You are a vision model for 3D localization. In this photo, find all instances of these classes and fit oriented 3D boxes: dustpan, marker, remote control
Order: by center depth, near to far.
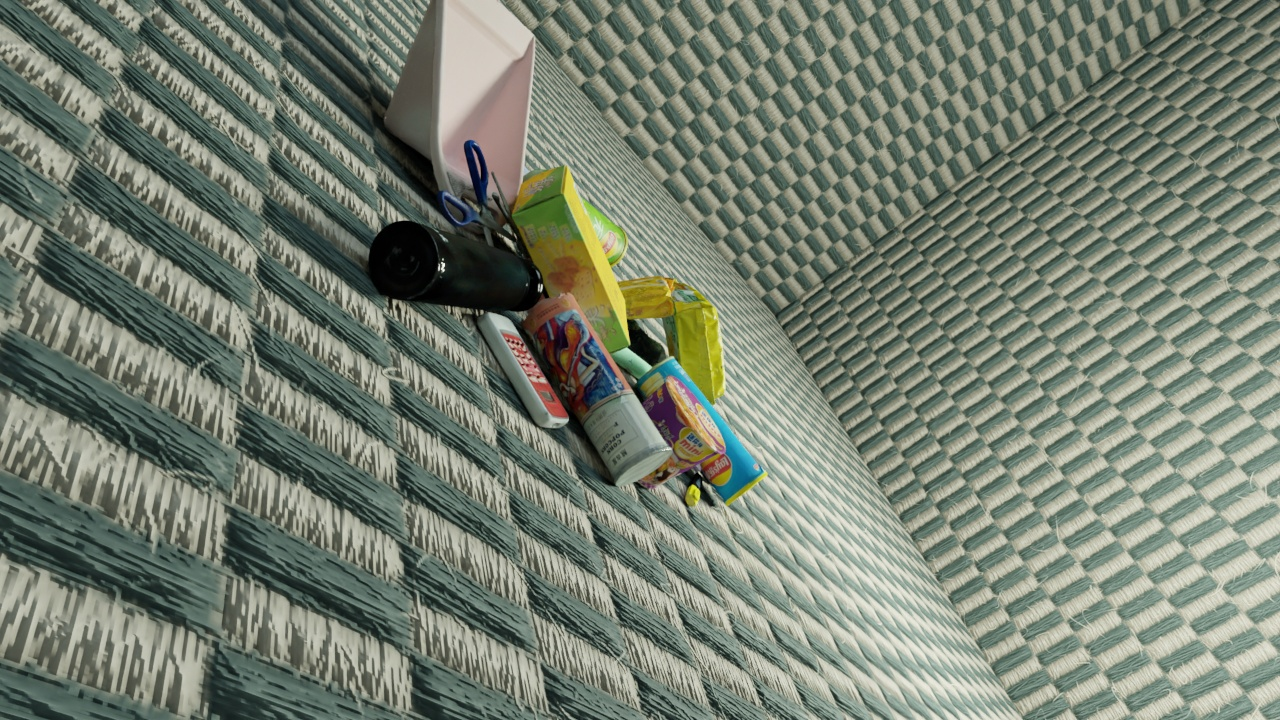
[{"bbox_3d":[-0.118,0.009,0.927,0.136,0.020,0.055,57,14,17],"label":"remote control"},{"bbox_3d":[-0.184,-0.303,1.113,0.139,0.273,0.222,31,8,21],"label":"dustpan"},{"bbox_3d":[0.072,0.167,1.198,0.018,0.015,0.124,56,11,-1],"label":"marker"}]

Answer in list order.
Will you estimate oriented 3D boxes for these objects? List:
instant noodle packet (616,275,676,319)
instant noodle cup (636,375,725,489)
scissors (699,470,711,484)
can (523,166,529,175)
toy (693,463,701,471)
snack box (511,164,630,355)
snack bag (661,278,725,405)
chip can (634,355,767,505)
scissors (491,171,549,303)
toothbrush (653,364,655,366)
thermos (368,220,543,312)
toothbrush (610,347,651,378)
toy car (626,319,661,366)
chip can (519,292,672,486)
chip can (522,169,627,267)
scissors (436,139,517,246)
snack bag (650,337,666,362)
[{"bbox_3d":[-0.010,-0.090,1.349,0.110,0.128,0.044,-94,178,-64],"label":"instant noodle packet"},{"bbox_3d":[0.027,0.088,1.055,0.111,0.099,0.111,50,14,-18],"label":"instant noodle cup"},{"bbox_3d":[0.102,0.137,1.374,0.181,0.019,0.170,41,17,-39],"label":"scissors"},{"bbox_3d":[-0.189,-0.266,1.324,0.134,0.053,0.053,52,13,-4],"label":"can"},{"bbox_3d":[0.044,0.111,1.188,0.084,0.039,0.108,56,16,11],"label":"toy"},{"bbox_3d":[-0.084,-0.123,1.149,0.157,0.070,0.210,-97,166,-65],"label":"snack box"},{"bbox_3d":[0.080,-0.033,1.443,0.246,0.068,0.158,-114,-164,-73],"label":"snack bag"},{"bbox_3d":[0.082,0.095,1.263,0.210,0.071,0.071,52,13,10],"label":"chip can"},{"bbox_3d":[-0.132,-0.120,1.118,0.189,0.015,0.226,12,58,-83],"label":"scissors"},{"bbox_3d":[0.051,0.053,1.422,0.190,0.017,0.015,52,12,-14],"label":"toothbrush"},{"bbox_3d":[-0.178,-0.086,0.893,0.090,0.068,0.242,20,4,15],"label":"thermos"},{"bbox_3d":[-0.008,0.008,1.309,0.026,0.027,0.224,27,-7,39],"label":"toothbrush"},{"bbox_3d":[-0.008,-0.026,1.368,0.090,0.042,0.034,42,-17,-25],"label":"toy car"},{"bbox_3d":[-0.050,0.029,1.001,0.214,0.071,0.071,58,14,19],"label":"chip can"},{"bbox_3d":[-0.097,-0.200,1.311,0.072,0.073,0.221,60,15,26],"label":"chip can"},{"bbox_3d":[-0.184,-0.169,1.048,0.162,0.012,0.173,-25,103,-70],"label":"scissors"},{"bbox_3d":[0.017,-0.019,1.463,0.104,0.026,0.048,27,36,-64],"label":"snack bag"}]
